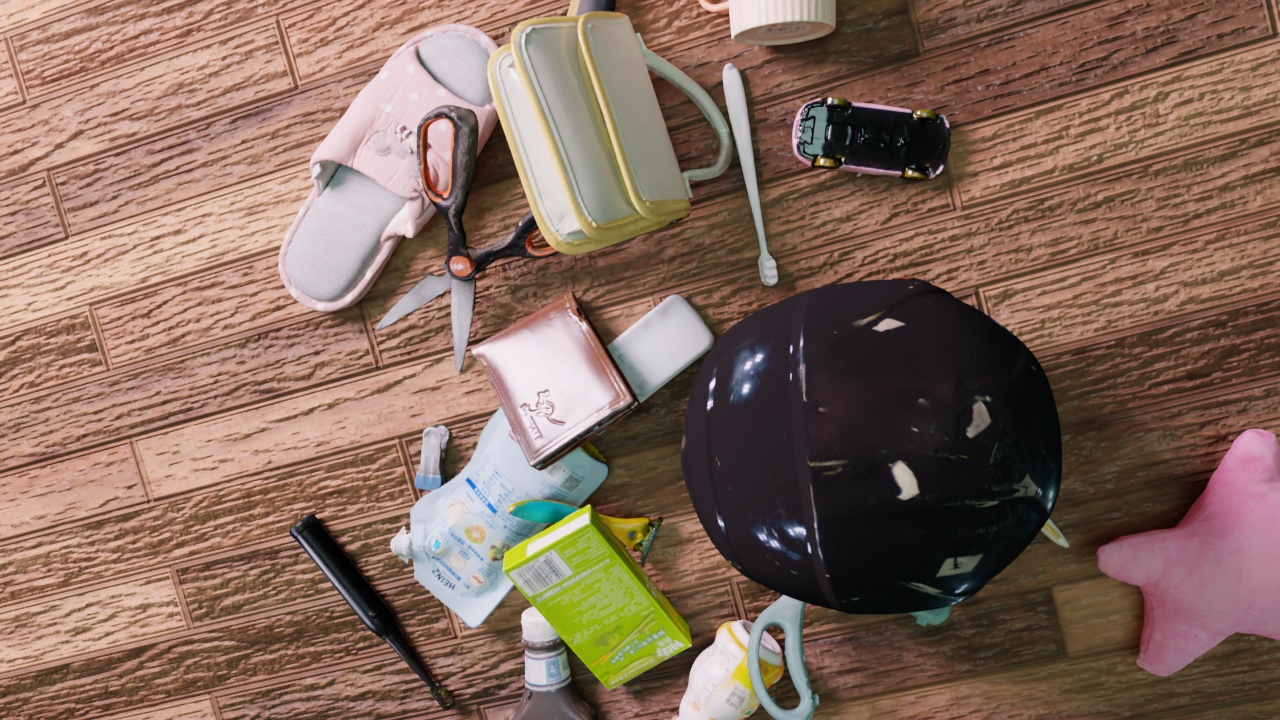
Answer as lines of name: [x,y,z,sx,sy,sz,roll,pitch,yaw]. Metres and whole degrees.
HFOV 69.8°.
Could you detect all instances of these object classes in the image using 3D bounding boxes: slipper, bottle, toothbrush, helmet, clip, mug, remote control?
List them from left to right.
toothbrush: [-0.234,0.225,0.811,0.212,0.026,0.027,51,138,0]
slipper: [-0.210,-0.157,0.754,0.114,0.054,0.275,40,100,2]
clip: [-0.180,0.083,0.795,0.026,0.036,0.058,9,100,8]
bottle: [-0.076,0.310,0.791,0.080,0.044,0.195,-4,94,8]
remote control: [-0.005,0.004,0.760,0.136,0.020,0.056,-39,90,10]
bottle: [0.068,0.269,0.756,0.063,0.063,0.108,35,99,3]
toothbrush: [0.088,-0.148,0.734,0.016,0.016,0.180,-11,94,-3]
mug: [0.091,-0.298,0.692,0.115,0.081,0.106,1,98,34]
helmet: [0.168,0.059,0.631,0.274,0.230,0.233,-5,88,-8]
toothbrush: [0.276,0.078,0.734,0.018,0.016,0.191,-45,88,1]

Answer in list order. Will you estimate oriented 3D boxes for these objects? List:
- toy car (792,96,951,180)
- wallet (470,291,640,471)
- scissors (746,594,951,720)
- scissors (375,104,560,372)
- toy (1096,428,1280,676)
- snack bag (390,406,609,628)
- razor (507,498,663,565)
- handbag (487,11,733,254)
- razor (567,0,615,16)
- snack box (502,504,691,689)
toy car: [0.178,-0.171,0.711,0.122,0.037,0.056,6,100,-6]
wallet: [-0.071,0.014,0.740,0.101,0.032,0.124,-33,65,5]
scissors: [0.163,0.206,0.729,0.170,0.019,0.171,7,66,1]
scissors: [-0.129,-0.092,0.731,0.228,0.021,0.221,-7,116,10]
toy: [0.447,0.164,0.692,0.178,0.074,0.195,41,103,-8]
snack bag: [-0.123,0.127,0.779,0.110,0.038,0.191,40,98,-9]
razor: [-0.047,0.134,0.756,0.132,0.028,0.043,16,109,-21]
handbag: [-0.007,-0.178,0.684,0.178,0.063,0.163,-22,95,-29]
razor: [-0.053,-0.227,0.732,0.068,0.062,0.167,13,93,37]
snack box: [-0.034,0.198,0.755,0.086,0.026,0.156,-32,113,11]
